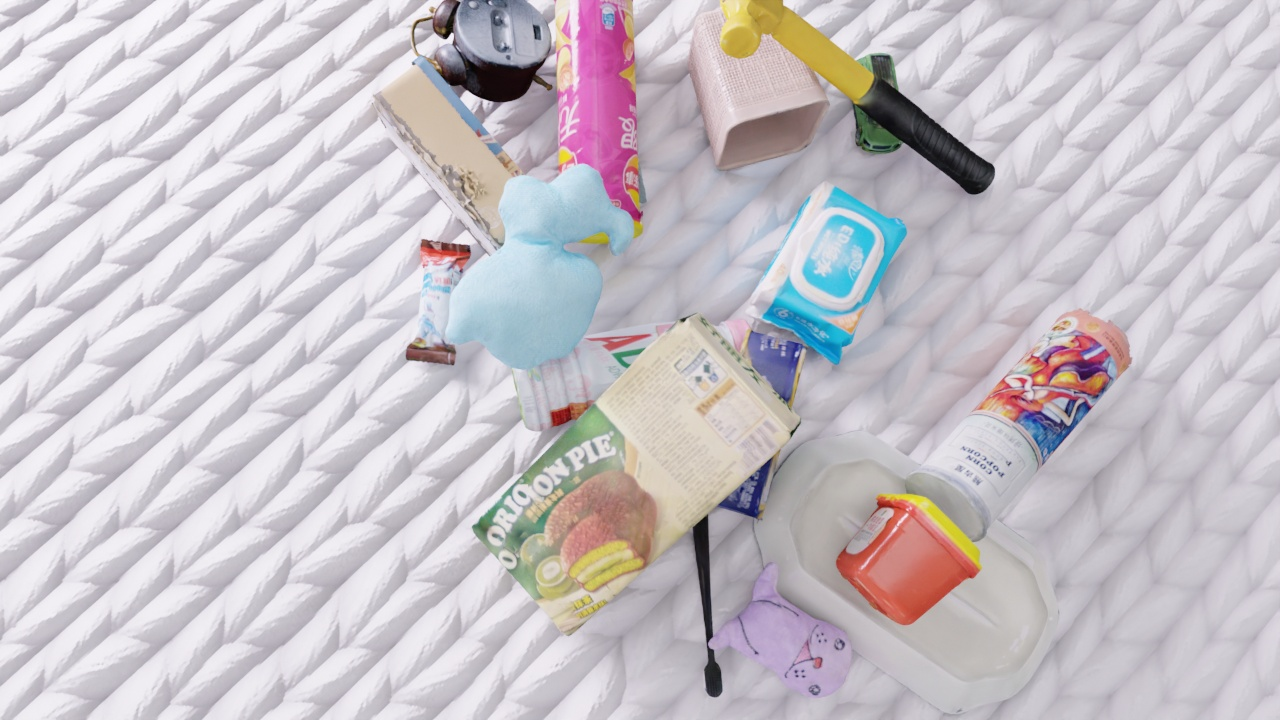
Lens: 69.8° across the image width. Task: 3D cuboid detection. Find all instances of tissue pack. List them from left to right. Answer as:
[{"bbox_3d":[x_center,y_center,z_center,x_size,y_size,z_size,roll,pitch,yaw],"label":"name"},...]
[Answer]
[{"bbox_3d":[0.157,-0.076,0.774,0.090,0.063,0.140,29,79,2],"label":"tissue pack"}]

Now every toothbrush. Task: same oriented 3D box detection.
[{"bbox_3d":[0.051,0.178,0.745,0.015,0.018,0.181,-1,77,-10],"label":"toothbrush"}]

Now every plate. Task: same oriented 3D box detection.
[{"bbox_3d":[0.221,0.169,0.746,0.266,0.034,0.162,36,79,3],"label":"plate"}]

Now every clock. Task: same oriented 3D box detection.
[{"bbox_3d":[-0.134,-0.268,0.781,0.121,0.055,0.082,1,68,-22],"label":"clock"}]

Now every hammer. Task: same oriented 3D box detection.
[{"bbox_3d":[0.185,-0.224,0.755,0.300,0.033,0.128,28,52,-25],"label":"hammer"}]

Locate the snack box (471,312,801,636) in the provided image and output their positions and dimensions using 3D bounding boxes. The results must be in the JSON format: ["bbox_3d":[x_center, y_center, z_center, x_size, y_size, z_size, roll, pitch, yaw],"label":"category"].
[{"bbox_3d":[-0.006,0.085,0.680,0.114,0.063,0.240,46,109,6],"label":"snack box"}]

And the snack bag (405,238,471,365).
[{"bbox_3d":[-0.169,-0.049,0.767,0.048,0.026,0.104,6,78,9],"label":"snack bag"}]

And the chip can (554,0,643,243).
[{"bbox_3d":[-0.037,-0.209,0.774,0.071,0.071,0.210,-2,84,-4],"label":"chip can"}]

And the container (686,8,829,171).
[{"bbox_3d":[0.095,-0.240,0.791,0.090,0.090,0.111,-16,77,-7],"label":"container"}]

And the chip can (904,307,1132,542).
[{"bbox_3d":[0.307,0.049,0.738,0.214,0.071,0.071,-40,84,-21],"label":"chip can"}]

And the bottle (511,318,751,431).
[{"bbox_3d":[-0.004,0.004,0.748,0.197,0.068,0.068,-13,80,-9],"label":"bottle"}]

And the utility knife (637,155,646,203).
[{"bbox_3d":[-0.023,-0.240,0.819,0.029,0.013,0.215,-12,81,-2],"label":"utility knife"}]

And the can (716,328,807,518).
[{"bbox_3d":[0.090,0.051,0.721,0.049,0.074,0.148,15,107,10],"label":"can"}]

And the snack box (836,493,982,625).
[{"bbox_3d":[0.194,0.147,0.686,0.080,0.091,0.082,-43,85,-4],"label":"snack box"}]

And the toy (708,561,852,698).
[{"bbox_3d":[0.120,0.220,0.726,0.108,0.039,0.084,35,88,-1],"label":"toy"}]

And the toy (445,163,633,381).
[{"bbox_3d":[-0.075,-0.065,0.697,0.161,0.050,0.156,-13,90,-17],"label":"toy"}]

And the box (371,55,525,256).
[{"bbox_3d":[-0.149,-0.164,0.758,0.061,0.090,0.184,-38,89,-9],"label":"box"}]

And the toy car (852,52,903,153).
[{"bbox_3d":[0.213,-0.231,0.823,0.043,0.036,0.091,-5,83,-6],"label":"toy car"}]
